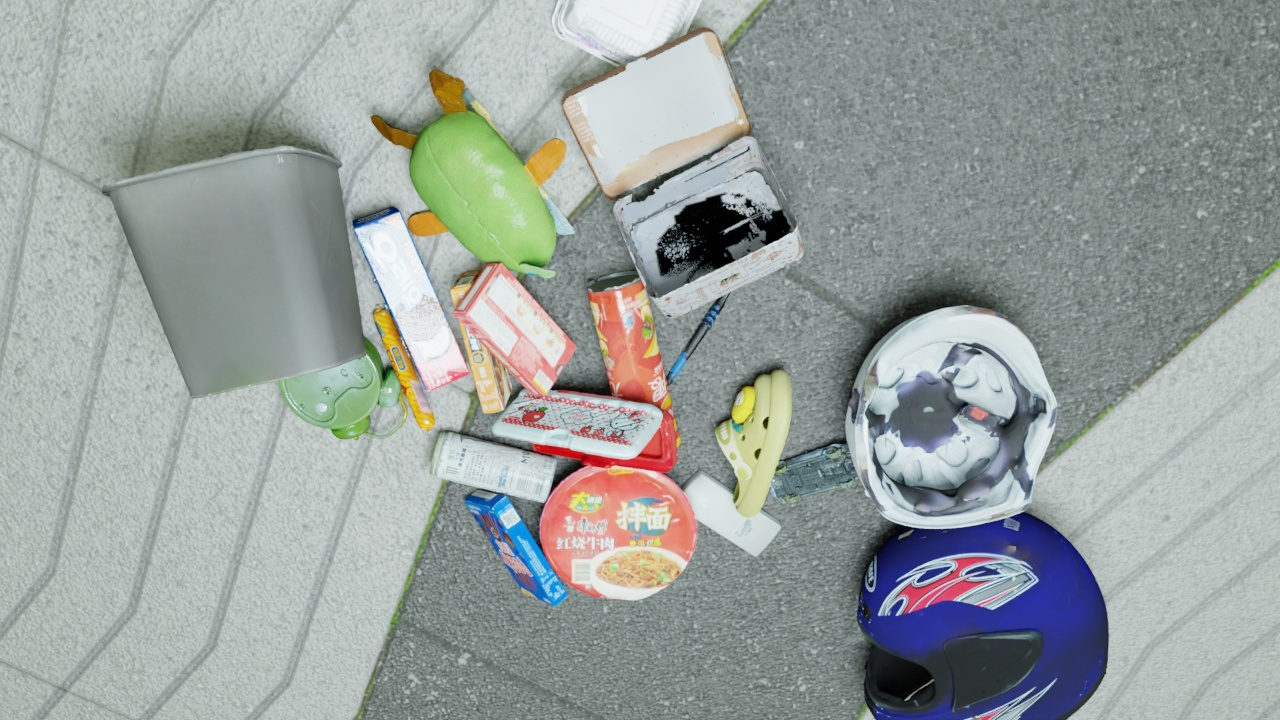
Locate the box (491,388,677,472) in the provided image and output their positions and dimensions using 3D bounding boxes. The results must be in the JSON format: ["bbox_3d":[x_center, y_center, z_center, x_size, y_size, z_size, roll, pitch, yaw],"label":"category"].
[{"bbox_3d":[-0.068,0.089,1.046,0.202,0.101,0.095,6,114,31],"label":"box"}]

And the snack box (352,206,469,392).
[{"bbox_3d":[-0.262,-0.069,1.047,0.058,0.057,0.207,-24,109,-11],"label":"snack box"}]

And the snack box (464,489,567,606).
[{"bbox_3d":[-0.156,0.234,1.148,0.026,0.085,0.157,-38,110,-28],"label":"snack box"}]

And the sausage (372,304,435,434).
[{"bbox_3d":[-0.276,0.010,1.072,0.021,0.021,0.165,-25,84,7],"label":"sausage"}]

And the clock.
[{"bbox_3d":[-0.348,0.029,1.085,0.116,0.056,0.161,-40,105,12],"label":"clock"}]

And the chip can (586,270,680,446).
[{"bbox_3d":[-0.006,0.006,1.078,0.073,0.073,0.217,-11,108,2],"label":"chip can"}]

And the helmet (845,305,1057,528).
[{"bbox_3d":[0.344,0.058,1.066,0.229,0.146,0.259,-4,100,-1],"label":"helmet"}]

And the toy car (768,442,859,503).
[{"bbox_3d":[0.217,0.140,1.149,0.121,0.036,0.054,-21,109,16],"label":"toy car"}]

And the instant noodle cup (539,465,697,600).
[{"bbox_3d":[-0.028,0.202,1.148,0.194,0.065,0.194,0,108,-1],"label":"instant noodle cup"}]

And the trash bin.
[{"bbox_3d":[-0.398,-0.088,0.947,0.198,0.199,0.220,-11,97,1],"label":"trash bin"}]

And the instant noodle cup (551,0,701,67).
[{"bbox_3d":[-0.002,-0.391,0.946,0.138,0.060,0.174,24,108,-9],"label":"instant noodle cup"}]

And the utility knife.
[{"bbox_3d":[-0.140,-0.216,1.029,0.031,0.020,0.195,-34,111,16],"label":"utility knife"}]

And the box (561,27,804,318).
[{"bbox_3d":[0.049,-0.195,0.985,0.179,0.130,0.272,-24,98,7],"label":"box"}]

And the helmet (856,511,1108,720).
[{"bbox_3d":[0.384,0.307,1.108,0.316,0.246,0.240,-29,98,21],"label":"helmet"}]

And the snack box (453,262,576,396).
[{"bbox_3d":[-0.139,-0.033,1.037,0.153,0.025,0.075,50,59,-38],"label":"snack box"}]

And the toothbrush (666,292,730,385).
[{"bbox_3d":[0.080,-0.045,1.091,0.014,0.016,0.190,32,107,-4],"label":"toothbrush"}]

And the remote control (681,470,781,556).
[{"bbox_3d":[0.112,0.195,1.173,0.135,0.019,0.056,33,105,-12],"label":"remote control"}]

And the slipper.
[{"bbox_3d":[0.130,0.100,1.106,0.081,0.091,0.191,12,110,0],"label":"slipper"}]

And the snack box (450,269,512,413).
[{"bbox_3d":[-0.183,-0.022,1.060,0.026,0.075,0.154,-11,109,4],"label":"snack box"}]

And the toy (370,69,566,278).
[{"bbox_3d":[-0.176,-0.190,0.994,0.228,0.089,0.247,-19,119,32],"label":"toy"}]

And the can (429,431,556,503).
[{"bbox_3d":[-0.179,0.130,1.122,0.146,0.058,0.058,15,108,-6],"label":"can"}]
